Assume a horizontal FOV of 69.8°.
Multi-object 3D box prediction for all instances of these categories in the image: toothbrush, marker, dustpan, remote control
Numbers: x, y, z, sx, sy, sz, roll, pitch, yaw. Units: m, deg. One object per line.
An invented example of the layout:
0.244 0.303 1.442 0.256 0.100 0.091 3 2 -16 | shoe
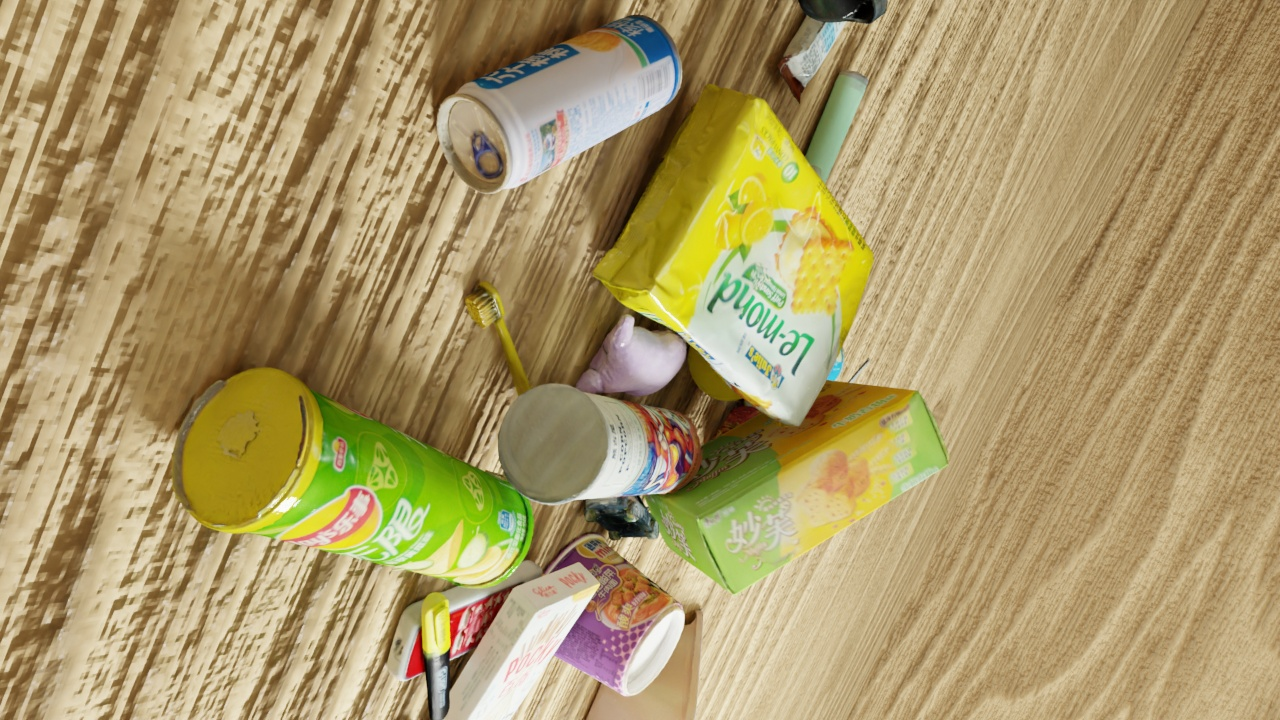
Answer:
0.142 -0.142 0.802 0.027 0.026 0.225 -37 150 -77 | toothbrush
-0.078 0.020 0.583 0.016 0.016 0.190 -44 147 -24 | toothbrush
-0.133 0.199 0.605 0.018 0.015 0.124 -26 136 -38 | marker
0.023 0.423 0.978 0.272 0.139 0.223 -3 116 -58 | dustpan
-0.120 0.181 0.649 0.135 0.020 0.056 -6 118 -58 | remote control

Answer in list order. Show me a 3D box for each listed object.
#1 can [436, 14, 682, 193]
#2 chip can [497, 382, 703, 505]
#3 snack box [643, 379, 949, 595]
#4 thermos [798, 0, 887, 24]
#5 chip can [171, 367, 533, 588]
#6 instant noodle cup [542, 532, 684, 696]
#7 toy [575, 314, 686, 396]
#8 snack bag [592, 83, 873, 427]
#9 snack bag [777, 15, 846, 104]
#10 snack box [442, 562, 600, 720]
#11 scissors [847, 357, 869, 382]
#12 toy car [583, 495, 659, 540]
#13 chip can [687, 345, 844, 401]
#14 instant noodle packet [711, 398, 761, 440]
-0.039 -0.134 0.472 0.134 0.053 0.053 -39 144 -38 | can
-0.018 0.061 0.634 0.071 0.071 0.214 -64 160 2 | chip can
0.120 0.094 0.759 0.209 0.158 0.070 -27 100 -14 | snack box
0.105 -0.293 0.538 0.068 0.090 0.242 -41 152 5 | thermos
-0.131 0.072 0.478 0.072 0.072 0.221 -59 153 -7 | chip can
-0.025 0.212 0.754 0.111 0.099 0.112 -40 144 -38 | instant noodle cup
-0.004 0.004 0.670 0.084 0.039 0.107 -52 157 19 | toy
0.077 -0.065 0.659 0.246 0.068 0.158 38 76 -45 | snack bag
0.135 -0.249 0.694 0.104 0.026 0.048 -60 146 -4 | snack bag
-0.097 0.224 0.685 0.157 0.027 0.084 -58 157 18 | snack box
0.163 0.080 0.929 0.226 0.015 0.189 -57 157 6 | scissors
-0.015 0.126 0.758 0.090 0.043 0.034 53 34 -55 | toy car
0.122 -0.002 0.843 0.209 0.071 0.071 -1 115 -60 | chip can
0.099 0.099 0.923 0.110 0.044 0.129 -44 150 -35 | instant noodle packet
